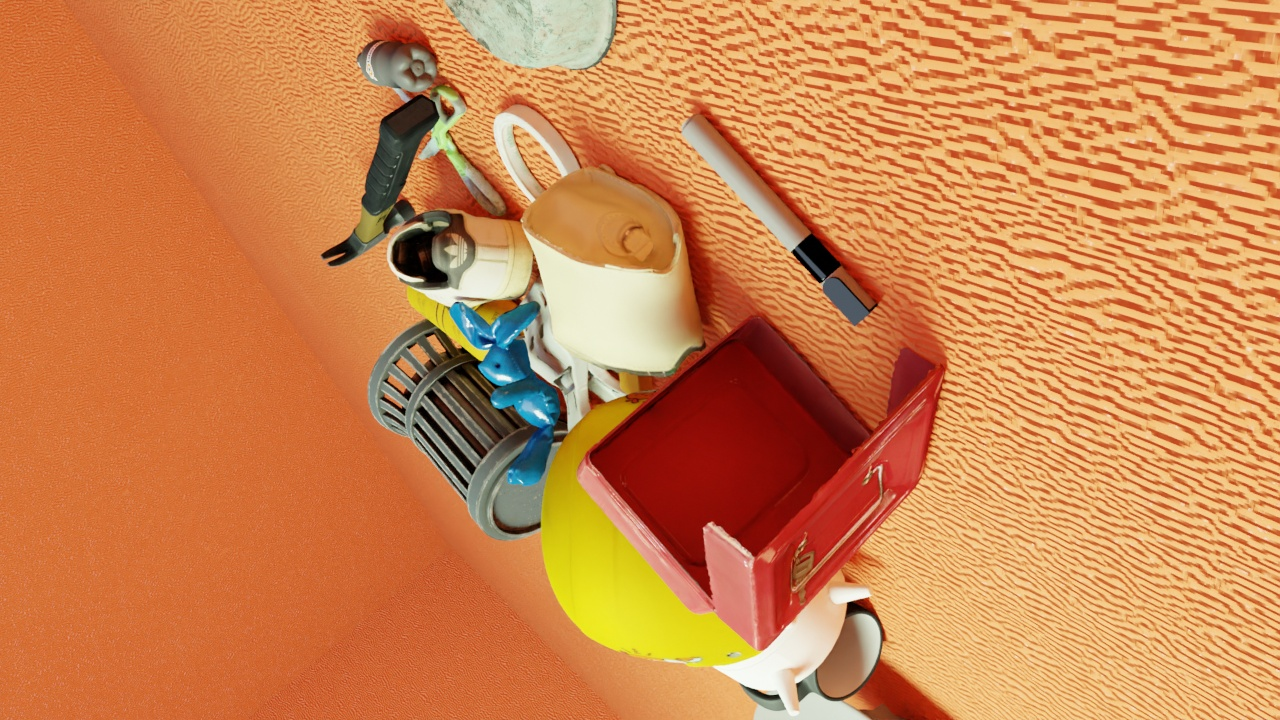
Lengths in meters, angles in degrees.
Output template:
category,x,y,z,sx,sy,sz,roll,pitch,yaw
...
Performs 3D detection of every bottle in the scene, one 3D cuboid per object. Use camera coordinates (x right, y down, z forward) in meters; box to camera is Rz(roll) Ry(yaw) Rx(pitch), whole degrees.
category,x,y,z,sx,sy,sz,roll,pitch,yaw
bottle,-0.201,-0.238,0.739,0.110,0.036,0.036,26,149,48
bottle,-0.173,-0.047,0.961,0.164,0.071,0.071,34,154,37

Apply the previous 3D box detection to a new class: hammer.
category,x,y,z,sx,sy,sz,roll,pitch,yaw
hammer,-0.242,-0.158,0.858,0.025,0.117,0.334,51,157,-7

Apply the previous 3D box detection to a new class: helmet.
category,x,y,z,sx,sy,sz,roll,pitch,yaw
helmet,0.233,0.387,0.822,0.271,0.117,0.184,48,129,23
helmet,-0.010,0.120,0.686,0.240,0.139,0.209,157,116,-65

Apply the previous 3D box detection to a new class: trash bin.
category,x,y,z,sx,sy,sz,roll,pitch,yaw
trash bin,-0.172,0.076,1.008,0.227,0.164,0.164,40,158,37

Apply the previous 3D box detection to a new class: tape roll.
category,x,y,z,sx,sy,sz,roll,pitch,yaw
tape roll,-0.073,-0.143,0.673,0.093,0.013,0.093,42,157,21

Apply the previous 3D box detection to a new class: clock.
category,x,y,z,sx,sy,sz,roll,pitch,yaw
clock,0.091,0.186,0.725,0.073,0.125,0.161,38,172,-27

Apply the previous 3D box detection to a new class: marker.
category,x,y,z,sx,sy,sz,roll,pitch,yaw
marker,0.072,-0.076,0.486,0.140,0.016,0.016,48,160,5

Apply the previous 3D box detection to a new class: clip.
category,x,y,z,sx,sy,sz,roll,pitch,yaw
clip,-0.066,-0.004,0.845,0.142,0.072,0.125,57,162,1

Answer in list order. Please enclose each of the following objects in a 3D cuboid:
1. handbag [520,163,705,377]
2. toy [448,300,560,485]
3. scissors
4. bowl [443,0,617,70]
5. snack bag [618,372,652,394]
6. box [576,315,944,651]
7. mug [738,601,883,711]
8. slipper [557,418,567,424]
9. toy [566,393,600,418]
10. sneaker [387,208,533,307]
category,x,y,z,sx,sy,sz,roll,pitch,yaw
handbag,-0.013,-0.054,0.619,0.111,0.081,0.119,29,150,29
toy,-0.108,0.019,0.802,0.113,0.070,0.176,-22,85,59
scissors,-0.172,-0.189,0.795,0.174,0.022,0.172,49,163,-13
bowl,-0.080,-0.226,0.509,0.157,0.038,0.158,42,158,21
snack bag,-0.005,0.005,0.775,0.026,0.020,0.099,32,154,23
box,0.061,0.056,0.541,0.168,0.156,0.154,33,152,35
mug,0.131,0.240,0.766,0.088,0.113,0.078,19,145,54
slipper,-0.104,0.123,1.100,0.268,0.075,0.113,28,151,45
toy,-0.041,0.064,0.922,0.103,0.046,0.084,41,179,29
sneaker,-0.189,-0.092,0.842,0.242,0.102,0.089,8,97,57
